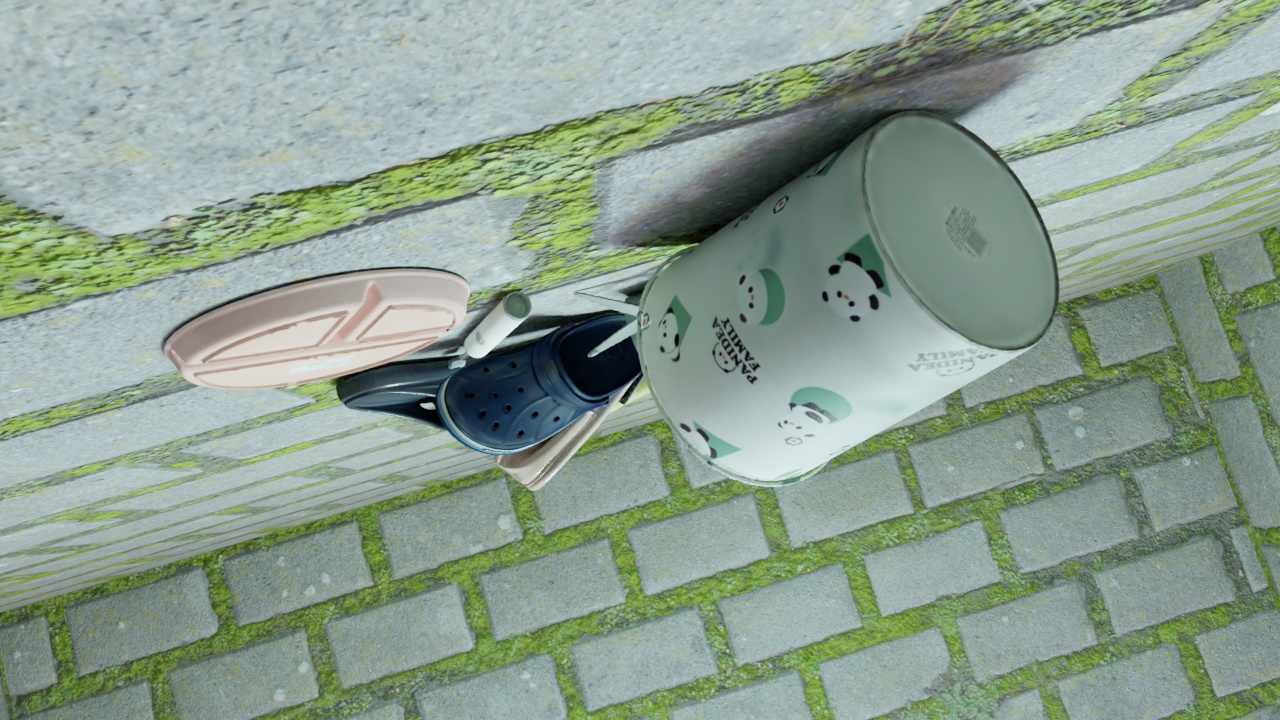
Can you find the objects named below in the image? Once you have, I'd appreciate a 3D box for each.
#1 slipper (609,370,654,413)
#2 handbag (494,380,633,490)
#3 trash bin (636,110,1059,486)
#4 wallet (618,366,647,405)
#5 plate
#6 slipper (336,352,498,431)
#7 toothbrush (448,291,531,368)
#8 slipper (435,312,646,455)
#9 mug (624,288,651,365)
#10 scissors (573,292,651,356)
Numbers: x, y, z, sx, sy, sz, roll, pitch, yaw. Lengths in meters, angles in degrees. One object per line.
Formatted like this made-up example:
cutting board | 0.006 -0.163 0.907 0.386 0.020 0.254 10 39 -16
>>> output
slipper | -0.038 0.025 1.252 0.190 0.091 0.081 -21 175 4
handbag | -0.079 0.040 1.115 0.234 0.093 0.193 -39 -168 2
trash bin | 0.155 -0.045 0.710 0.229 0.229 0.253 -12 165 -34
wallet | -0.007 0.007 1.134 0.097 0.019 0.121 -56 -168 -3
plate | -0.243 -0.019 0.715 0.229 0.028 0.229 -17 173 -2
slipper | -0.218 0.046 1.040 0.111 0.083 0.267 -20 171 35
toothbrush | -0.152 -0.022 0.892 0.026 0.026 0.222 -19 175 -28
slipper | -0.086 0.021 0.964 0.252 0.105 0.095 -24 180 -29
mug | 0.052 -0.045 0.967 0.103 0.083 0.123 -21 175 16
scissors | 0.023 -0.044 0.887 0.162 0.012 0.176 35 119 -24
